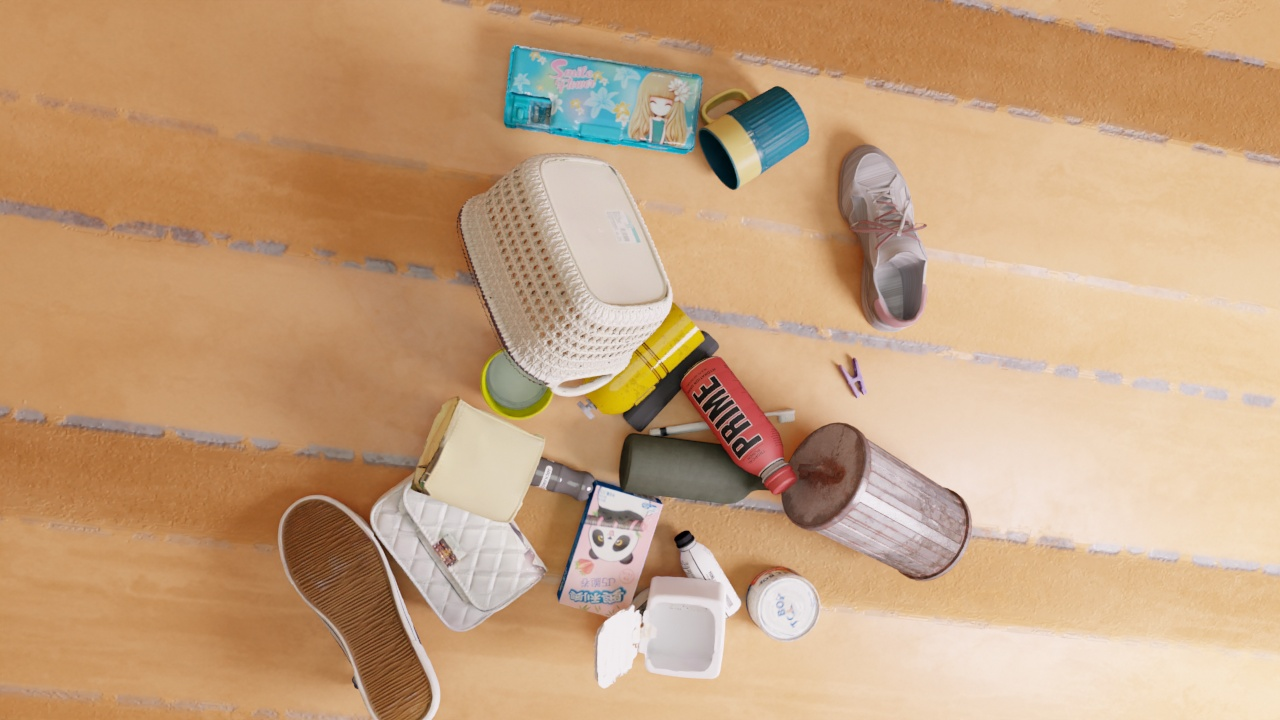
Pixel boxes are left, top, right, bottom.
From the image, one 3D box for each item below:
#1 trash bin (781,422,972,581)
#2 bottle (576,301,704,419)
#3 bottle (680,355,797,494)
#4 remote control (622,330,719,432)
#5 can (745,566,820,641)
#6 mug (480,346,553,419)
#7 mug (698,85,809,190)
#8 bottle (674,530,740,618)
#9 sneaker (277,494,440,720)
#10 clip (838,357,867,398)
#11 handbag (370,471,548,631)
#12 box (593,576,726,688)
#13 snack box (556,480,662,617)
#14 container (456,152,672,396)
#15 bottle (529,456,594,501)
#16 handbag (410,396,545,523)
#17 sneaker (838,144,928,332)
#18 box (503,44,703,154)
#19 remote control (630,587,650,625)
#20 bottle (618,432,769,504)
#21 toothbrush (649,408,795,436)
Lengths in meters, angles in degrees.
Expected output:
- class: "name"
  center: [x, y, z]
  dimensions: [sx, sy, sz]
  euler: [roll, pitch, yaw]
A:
- class: "trash bin"
  center: [0.275, 0.168, 1.086]
  dimensions: [0.211, 0.131, 0.131]
  euler: [29, 89, -26]
- class: "bottle"
  center: [-0.006, 0.006, 1.090]
  dimensions: [0.163, 0.071, 0.071]
  euler: [-43, 98, -3]
- class: "bottle"
  center: [0.119, 0.078, 1.077]
  dimensions: [0.062, 0.062, 0.176]
  euler: [-33, 67, -5]
- class: "remote control"
  center: [0.037, 0.025, 1.125]
  dimensions: [0.033, 0.015, 0.147]
  euler: [43, 87, -9]
- class: "can"
  center: [0.179, 0.306, 1.150]
  dimensions: [0.086, 0.043, 0.086]
  euler: [0, 92, -8]
- class: "mug"
  center: [-0.141, 0.021, 1.053]
  dimensions: [0.082, 0.106, 0.082]
  euler: [-1, 94, -8]
- class: "mug"
  center: [0.126, -0.276, 1.089]
  dimensions: [0.107, 0.083, 0.113]
  euler: [-33, 70, -5]
- class: "bottle"
  center: [0.079, 0.263, 1.134]
  dimensions: [0.041, 0.041, 0.116]
  euler: [-32, 98, -5]
- class: "sneaker"
  center: [-0.322, 0.293, 1.065]
  dimensions: [0.120, 0.127, 0.294]
  euler: [-31, 78, -11]
- class: "clip"
  center: [0.269, 0.024, 1.159]
  dimensions: [0.033, 0.013, 0.051]
  euler: [-23, 99, -4]
- class: "handbag"
  center: [-0.215, 0.212, 1.073]
  dimensions: [0.138, 0.072, 0.195]
  euler: [-36, 98, -6]
- class: "box"
  center: [0.018, 0.321, 1.084]
  dimensions: [0.189, 0.101, 0.111]
  euler: [-1, 101, -15]
- class: "snack box"
  center: [-0.038, 0.232, 1.120]
  dimensions: [0.088, 0.033, 0.154]
  euler: [17, 92, -8]
- class: "container"
  center: [-0.076, -0.103, 0.990]
  dimensions: [0.184, 0.144, 0.251]
  euler: [-8, 70, -45]
- class: "bottle"
  center: [-0.111, 0.137, 1.101]
  dimensions: [0.110, 0.036, 0.036]
  euler: [19, 91, -9]
- class: "handbag"
  center: [-0.183, 0.111, 1.021]
  dimensions: [0.119, 0.081, 0.111]
  euler: [27, 73, -23]
- class: "sneaker"
  center: [0.304, -0.149, 1.112]
  dimensions: [0.099, 0.089, 0.236]
  euler: [-14, 96, -7]
- class: "box"
  center: [-0.043, -0.305, 1.078]
  dimensions: [0.226, 0.039, 0.094]
  euler: [7, 92, -8]
- class: "remote control"
  center: [0.036, 0.337, 1.145]
  dimensions: [0.038, 0.018, 0.125]
  euler: [-42, 97, -3]
- class: "bottle"
  center: [0.080, 0.135, 1.110]
  dimensions: [0.206, 0.071, 0.071]
  euler: [8, 93, -8]
- class: "toothbrush"
  center: [0.103, 0.080, 1.140]
  dimensions: [0.186, 0.012, 0.017]
  euler: [-8, 98, -7]
